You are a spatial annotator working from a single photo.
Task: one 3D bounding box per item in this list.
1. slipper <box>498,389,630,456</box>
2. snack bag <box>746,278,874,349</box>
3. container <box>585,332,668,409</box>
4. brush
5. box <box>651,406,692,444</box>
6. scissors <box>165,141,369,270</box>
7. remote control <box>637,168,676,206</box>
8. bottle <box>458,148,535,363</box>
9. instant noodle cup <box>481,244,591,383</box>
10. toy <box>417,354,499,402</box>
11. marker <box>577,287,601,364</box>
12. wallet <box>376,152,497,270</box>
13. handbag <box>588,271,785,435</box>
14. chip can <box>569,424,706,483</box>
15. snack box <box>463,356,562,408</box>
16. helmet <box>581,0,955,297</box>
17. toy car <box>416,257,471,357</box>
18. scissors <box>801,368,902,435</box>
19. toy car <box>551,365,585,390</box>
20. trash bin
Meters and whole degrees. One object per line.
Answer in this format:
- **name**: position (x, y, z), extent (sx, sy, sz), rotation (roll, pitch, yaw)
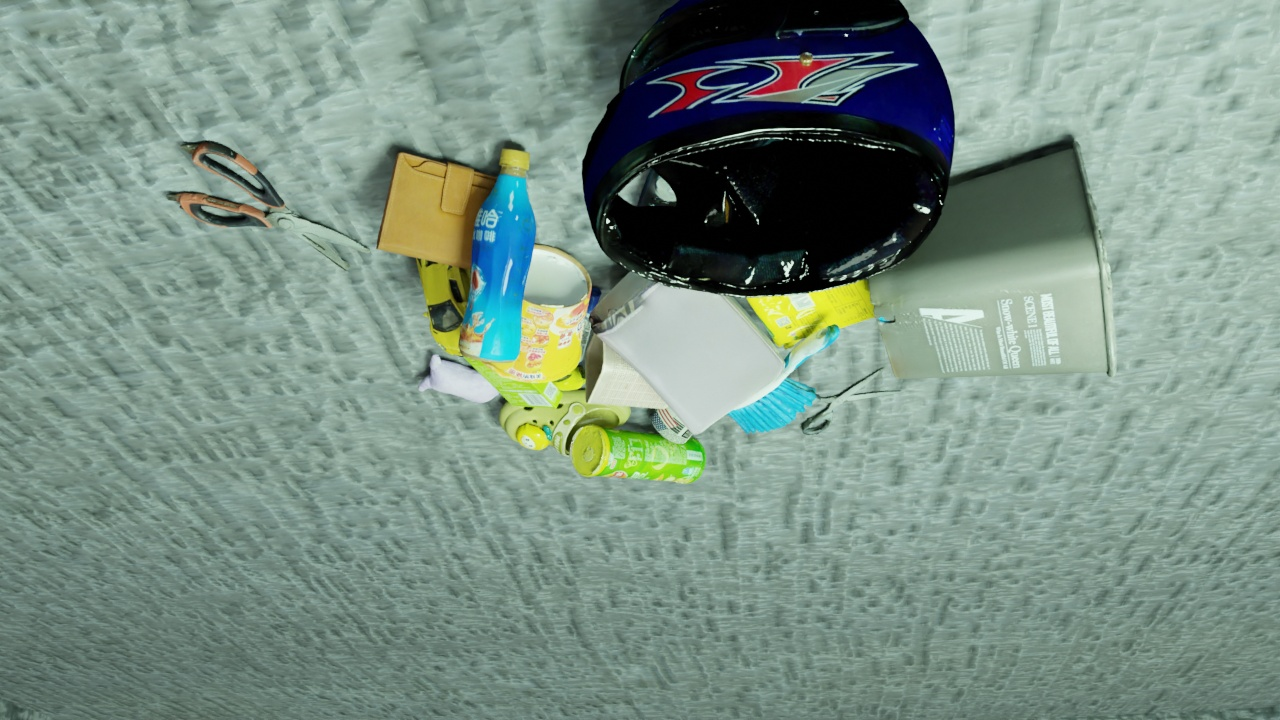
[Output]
- **slipper**: position (-0.109, 0.090, 1.302), extent (0.190, 0.081, 0.092), rotation (-6, 140, 5)
- **snack bag**: position (0.185, -0.101, 1.050), extent (0.158, 0.068, 0.246), rotation (-18, 140, 23)
- **container**: position (-0.007, 0.007, 1.182), extent (0.111, 0.089, 0.090), rotation (9, 143, -15)
- **brush**: position (0.186, 0.027, 1.176), extent (0.109, 0.060, 0.315), rotation (29, 153, -20)
- **box**: position (0.062, 0.061, 1.259), extent (0.075, 0.080, 0.164), rotation (19, 143, -14)
- **scissors**: position (-0.417, -0.165, 1.021), extent (0.221, 0.015, 0.190), rotation (1, 143, -1)
- **remote control**: position (0.028, -0.180, 0.983), extent (0.053, 0.024, 0.137), rotation (11, 141, -11)
- **bottle**: position (-0.144, -0.108, 0.957), extent (0.065, 0.219, 0.065), rotation (10, -173, -1)
- **instant noodle cup**: position (-0.122, -0.059, 1.065), extent (0.138, 0.137, 0.110), rotation (11, 134, -13)
- **toy**: position (-0.245, 0.032, 1.259), extent (0.108, 0.038, 0.084), rotation (16, 140, -23)
- **marker**: position (-0.071, -0.041, 1.177), extent (0.017, 0.016, 0.146), rotation (8, 143, -9)
- **wallet**: position (-0.204, -0.155, 0.975), extent (0.131, 0.031, 0.108), rotation (12, 104, -24)
- **handbag**: position (0.053, -0.027, 1.079), extent (0.145, 0.098, 0.197), rotation (-41, 116, 9)
- **chip can**: position (0.003, 0.137, 1.318), extent (0.221, 0.072, 0.073), rotation (12, 146, -44)
- **snack box**: position (-0.178, 0.009, 1.204), extent (0.086, 0.026, 0.156), rotation (1, 144, 38)
- **helmet**: position (0.097, -0.199, 0.768), extent (0.315, 0.240, 0.248), rotation (0, 146, -17)
- **toy car**: position (-0.216, -0.080, 1.033), extent (0.071, 0.156, 0.041), rotation (-10, -179, 34)
- **scissors**: position (0.279, 0.060, 1.307), extent (0.181, 0.014, 0.160), rotation (1, 143, -2)
- **toy car**: position (-0.115, 0.014, 1.238), extent (0.048, 0.032, 0.105), rotation (-23, 139, 28)
- **trash bin**: position (0.365, -0.086, 0.965), extent (0.220, 0.198, 0.199), rotation (-10, 135, 22)
